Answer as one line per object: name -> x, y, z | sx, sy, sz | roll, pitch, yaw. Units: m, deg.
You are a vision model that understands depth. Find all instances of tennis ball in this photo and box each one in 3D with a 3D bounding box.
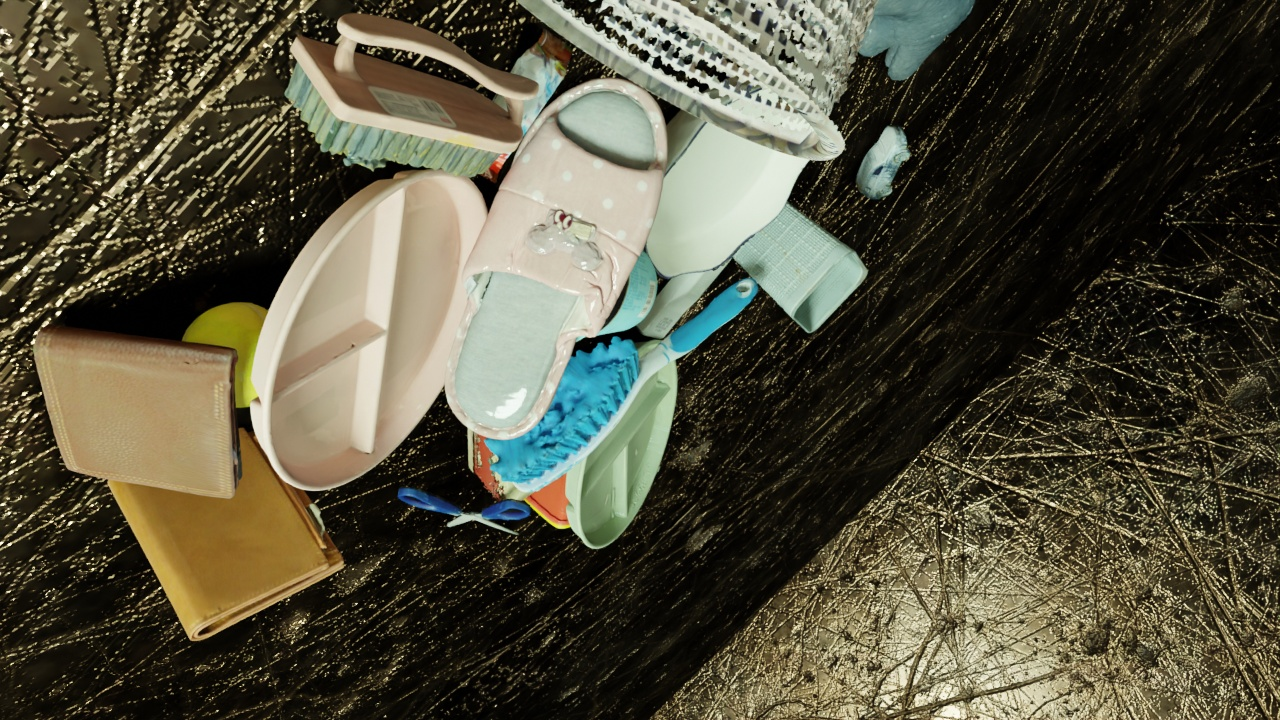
tennis ball -> -0.247, -0.003, 0.566 | 0.065, 0.065, 0.066 | -34, 153, -20

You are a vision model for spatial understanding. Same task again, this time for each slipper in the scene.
slipper -> -0.066, -0.067, 0.644 | 0.275, 0.114, 0.054 | -63, 174, 13

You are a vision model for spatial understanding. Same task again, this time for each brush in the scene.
brush -> -0.121, -0.148, 0.524 | 0.145, 0.063, 0.073 | -2, 137, -52
brush -> -0.005, 0.005, 0.824 | 0.314, 0.060, 0.109 | -44, 155, -13

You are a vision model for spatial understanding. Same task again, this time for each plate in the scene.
plate -> 0.071, -0.164, 0.812 | 0.204, 0.045, 0.205 | -34, 154, -19
plate -> -0.173, -0.022, 0.607 | 0.229, 0.028, 0.230 | -58, 165, -26
plate -> -0.019, 0.086, 0.971 | 0.229, 0.027, 0.231 | -51, 149, -47

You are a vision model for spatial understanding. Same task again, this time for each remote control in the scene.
remote control -> 0.066, -0.251, 0.675 | 0.136, 0.024, 0.053 | -24, 158, -2
remote control -> 0.047, -0.074, 0.940 | 0.125, 0.024, 0.049 | -49, 157, 15

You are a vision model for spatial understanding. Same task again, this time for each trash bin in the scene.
trash bin -> 0.054, -0.245, 0.494 | 0.192, 0.227, 0.227 | -61, 152, 7

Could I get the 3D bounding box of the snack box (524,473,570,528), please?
snack box -> -0.076, 0.130, 1.020 | 0.091, 0.082, 0.080 | -17, 131, -45

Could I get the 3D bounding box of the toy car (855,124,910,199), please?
toy car -> 0.269, -0.221, 1.023 | 0.034, 0.042, 0.091 | 2, 145, -12

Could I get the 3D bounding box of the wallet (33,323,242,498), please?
wallet -> -0.286, 0.031, 0.537 | 0.101, 0.032, 0.125 | 12, 135, -10

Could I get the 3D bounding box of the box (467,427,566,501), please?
box -> -0.109, 0.069, 0.869 | 0.091, 0.077, 0.169 | -30, 151, -29

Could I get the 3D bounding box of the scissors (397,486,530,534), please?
scissors -> -0.168, 0.150, 0.905 | 0.162, 0.012, 0.176 | 23, 153, -34

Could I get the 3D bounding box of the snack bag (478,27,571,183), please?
snack bag -> -0.081, -0.167, 0.605 | 0.104, 0.026, 0.048 | -51, 162, 14

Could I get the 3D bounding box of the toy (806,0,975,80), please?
toy -> 0.205, -0.313, 0.745 | 0.138, 0.091, 0.355 | -25, 165, 31

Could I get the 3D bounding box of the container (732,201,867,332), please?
container -> 0.161, -0.104, 0.959 | 0.090, 0.111, 0.090 | -47, 155, 9

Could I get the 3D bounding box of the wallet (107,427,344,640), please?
wallet -> -0.278, 0.109, 0.620 | 0.107, 0.132, 0.031 | -24, 152, -37

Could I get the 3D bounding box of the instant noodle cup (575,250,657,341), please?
instant noodle cup -> -0.044, -0.065, 0.740 | 0.111, 0.111, 0.120 | -51, 163, 15
